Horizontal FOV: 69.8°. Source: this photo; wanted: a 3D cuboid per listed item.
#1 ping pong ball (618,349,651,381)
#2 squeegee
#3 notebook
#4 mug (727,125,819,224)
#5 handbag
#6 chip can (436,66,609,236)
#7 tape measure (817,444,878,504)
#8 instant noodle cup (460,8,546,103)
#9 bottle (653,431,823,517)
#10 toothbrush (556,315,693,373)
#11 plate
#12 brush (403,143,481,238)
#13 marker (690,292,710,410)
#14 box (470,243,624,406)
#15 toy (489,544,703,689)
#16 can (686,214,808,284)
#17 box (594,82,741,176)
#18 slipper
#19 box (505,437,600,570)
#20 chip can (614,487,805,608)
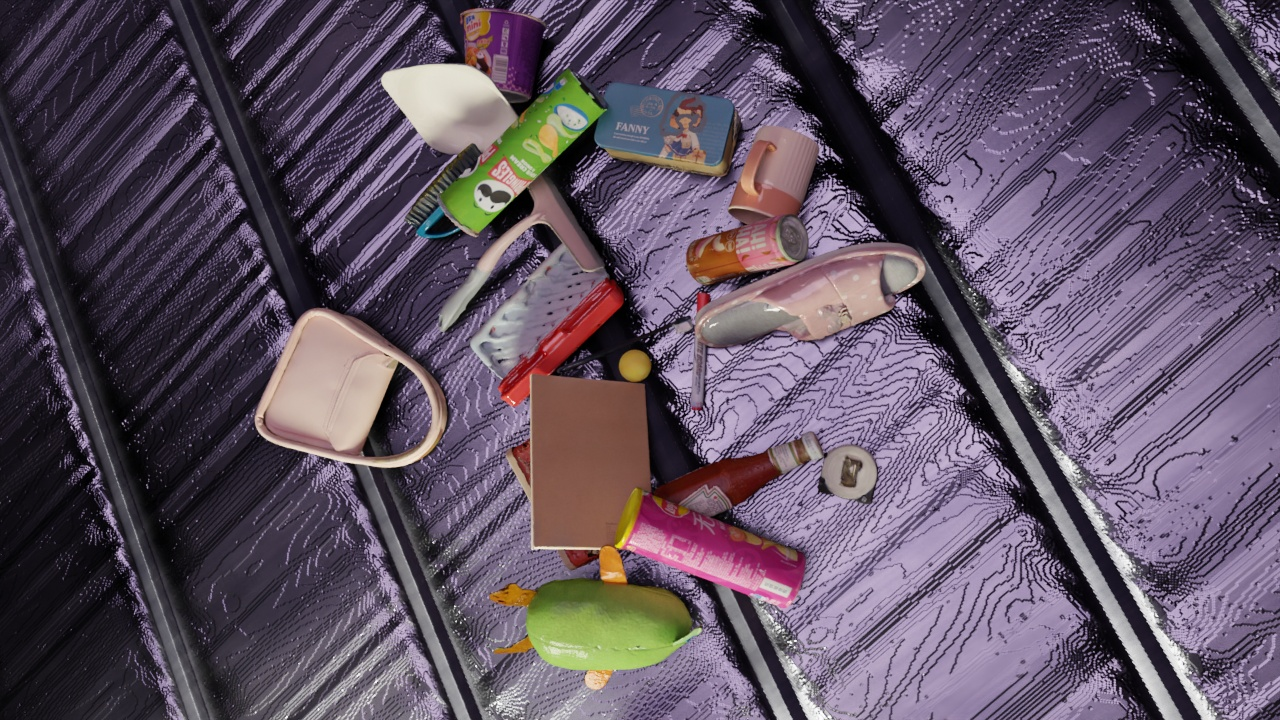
[{"bbox_3d":[-0.007,0.007,1.142,0.040,0.040,0.040,-1,85,15],"label":"ping pong ball"},{"bbox_3d":[-0.191,-0.125,1.185,0.250,0.040,0.247,-44,56,18],"label":"squeegee"},{"bbox_3d":[-0.058,0.120,1.090,0.149,0.012,0.211,6,66,-21],"label":"notebook"},{"bbox_3d":[0.153,-0.218,1.082,0.082,0.114,0.106,19,87,31],"label":"mug"},{"bbox_3d":[-0.371,0.052,1.224,0.234,0.093,0.193,22,91,8],"label":"handbag"},{"bbox_3d":[-0.147,-0.258,1.141,0.236,0.072,0.072,-41,76,14],"label":"chip can"},{"bbox_3d":[0.243,0.130,1.068,0.066,0.033,0.066,11,88,14],"label":"tape measure"},{"bbox_3d":[-0.181,-0.393,1.196,0.112,0.111,0.099,6,96,15],"label":"instant noodle cup"},{"bbox_3d":[0.116,0.139,1.088,0.206,0.059,0.059,-26,79,11],"label":"bottle"},{"bbox_3d":[-0.018,-0.017,1.130,0.181,0.016,0.018,-21,89,-9],"label":"toothbrush"},{"bbox_3d":[-0.229,-0.327,1.171,0.164,0.164,0.034,5,64,23],"label":"plate"},{"bbox_3d":[-0.245,-0.216,1.220,0.073,0.055,0.144,42,100,-11],"label":"brush"},{"bbox_3d":[0.074,-0.011,1.134,0.017,0.017,0.145,3,86,15],"label":"marker"},{"bbox_3d":[-0.124,-0.051,1.154,0.201,0.118,0.098,-44,104,9],"label":"box"},{"bbox_3d":[-0.054,0.310,1.084,0.246,0.089,0.227,5,123,-4],"label":"toy"},{"bbox_3d":[0.122,-0.129,1.077,0.148,0.057,0.058,-10,81,47],"label":"can"},{"bbox_3d":[0.029,-0.290,1.149,0.184,0.060,0.089,11,87,14],"label":"box"},{"bbox_3d":[0.194,-0.063,1.062,0.275,0.114,0.054,-17,57,15],"label":"slipper"},{"bbox_3d":[-0.083,0.162,1.123,0.076,0.091,0.168,-34,78,13],"label":"box"},{"bbox_3d":[0.080,0.215,1.047,0.210,0.071,0.071,22,91,-7],"label":"chip can"}]
